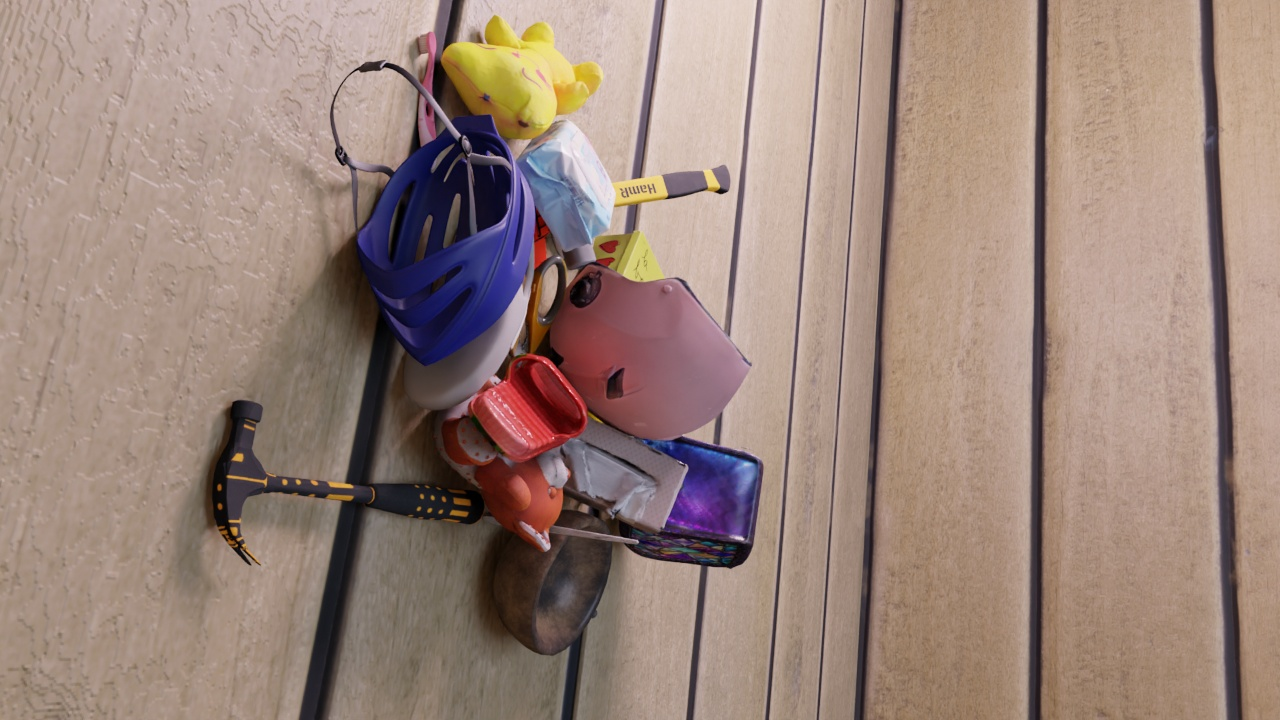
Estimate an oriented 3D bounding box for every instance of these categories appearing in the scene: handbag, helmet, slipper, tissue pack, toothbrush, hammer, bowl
[{"bbox_3d":[0.042,0.185,1.207,0.205,0.222,0.125,89,11,-68],"label":"handbag"},{"bbox_3d":[-0.007,0.006,1.095,0.152,0.256,0.230,-62,142,-17],"label":"helmet"},{"bbox_3d":[-0.098,0.039,0.930,0.103,0.059,0.248,49,12,-1],"label":"slipper"},{"bbox_3d":[-0.041,0.130,1.068,0.103,0.181,0.071,-65,-170,-21],"label":"tissue pack"},{"bbox_3d":[-0.154,-0.056,0.931,0.080,0.113,0.265,53,37,-49],"label":"slipper"},{"bbox_3d":[-0.212,-0.258,0.912,0.021,0.016,0.135,-7,98,-64],"label":"toothbrush"},{"bbox_3d":[0.004,-0.226,1.194,0.323,0.034,0.170,-18,91,-40],"label":"hammer"},{"bbox_3d":[-0.086,0.178,0.979,0.010,0.182,0.010,-53,143,-55],"label":"toothbrush"},{"bbox_3d":[-0.103,0.244,1.039,0.161,0.070,0.162,-38,136,-49],"label":"bowl"},{"bbox_3d":[-0.078,-0.193,0.996,0.112,0.070,0.181,60,11,-20],"label":"tissue pack"},{"bbox_3d":[-0.244,0.124,0.821,0.320,0.036,0.123,27,61,-61],"label":"hammer"},{"bbox_3d":[-0.189,-0.135,0.798,0.228,0.148,0.241,55,42,-57],"label":"helmet"}]

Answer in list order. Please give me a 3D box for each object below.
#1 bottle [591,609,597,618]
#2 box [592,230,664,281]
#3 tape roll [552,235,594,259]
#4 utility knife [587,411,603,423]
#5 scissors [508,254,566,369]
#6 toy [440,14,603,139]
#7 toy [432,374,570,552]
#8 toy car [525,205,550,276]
[{"bbox_3d":[-0.083,0.306,1.157,0.113,0.030,0.030,50,46,-53],"label":"bottle"},{"bbox_3d":[-0.008,-0.058,1.258,0.221,0.082,0.124,65,35,-43],"label":"box"},{"bbox_3d":[-0.086,-0.172,1.173,0.093,0.013,0.093,-3,93,-64],"label":"tape roll"},{"bbox_3d":[-0.046,0.103,1.258,0.218,0.019,0.030,49,56,-58],"label":"utility knife"},{"bbox_3d":[-0.142,-0.015,1.024,0.133,0.016,0.228,13,91,-47],"label":"scissors"},{"bbox_3d":[-0.132,-0.302,0.996,0.134,0.088,0.193,39,33,-2],"label":"toy"},{"bbox_3d":[-0.134,0.104,0.931,0.172,0.093,0.163,58,5,-22],"label":"toy"},{"bbox_3d":[-0.128,-0.146,1.044,0.051,0.049,0.100,-45,130,-56],"label":"toy car"}]
